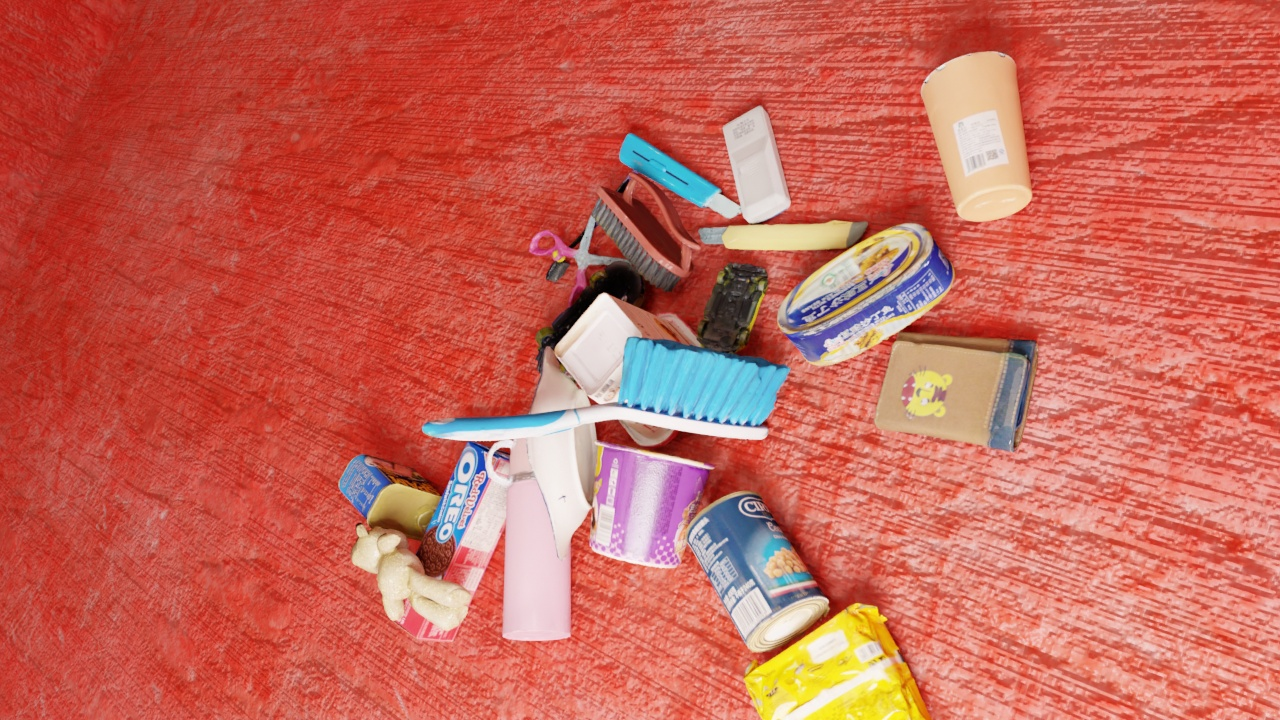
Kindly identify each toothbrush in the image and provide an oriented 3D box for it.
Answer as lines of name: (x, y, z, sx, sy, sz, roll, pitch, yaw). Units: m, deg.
toothbrush: (-0.046, -0.162, 1.041, 0.189, 0.014, 0.017, -49, 58, 9)

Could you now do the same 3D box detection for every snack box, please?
snack box: (-0.190, 0.191, 0.973, 0.057, 0.058, 0.207, 22, 85, 37)

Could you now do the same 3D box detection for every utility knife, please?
utility knife: (0.131, -0.122, 0.888, 0.184, 0.019, 0.031, 7, 72, 32)
utility knife: (0.041, -0.194, 0.980, 0.182, 0.018, 0.034, 38, 95, 33)

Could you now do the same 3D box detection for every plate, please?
plate: (-0.066, 0.083, 0.853, 0.034, 0.164, 0.163, -6, 33, 7)

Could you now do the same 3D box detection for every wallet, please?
wallet: (0.251, 0.021, 0.733, 0.115, 0.033, 0.090, 8, 77, 42)

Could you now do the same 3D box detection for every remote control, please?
remote control: (0.116, -0.198, 0.928, 0.049, 0.024, 0.124, -24, 58, 27)

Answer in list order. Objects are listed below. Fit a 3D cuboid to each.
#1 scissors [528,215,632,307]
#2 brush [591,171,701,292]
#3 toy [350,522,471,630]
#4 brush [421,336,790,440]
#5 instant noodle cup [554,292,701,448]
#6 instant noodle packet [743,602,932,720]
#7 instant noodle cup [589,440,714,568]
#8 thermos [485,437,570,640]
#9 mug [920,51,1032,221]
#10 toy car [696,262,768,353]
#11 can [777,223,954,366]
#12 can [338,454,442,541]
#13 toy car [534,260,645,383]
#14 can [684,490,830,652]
scissors: (-0.070, -0.110, 1.025, 0.133, 0.017, 0.134, 10, 86, 25)
brush: (0.011, -0.135, 0.955, 0.069, 0.063, 0.145, -54, 50, 23)
toy: (-0.232, 0.215, 0.923, 0.157, 0.066, 0.105, 23, 128, 34)
brush: (-0.018, 0.030, 0.769, 0.060, 0.314, 0.109, 29, 107, 64)
instant noodle cup: (-0.005, 0.005, 0.868, 0.116, 0.124, 0.116, -49, 51, 10)
instant noodle packet: (0.152, 0.258, 0.699, 0.129, 0.044, 0.110, -38, 60, 23)
instant noodle cup: (0.004, 0.130, 0.828, 0.112, 0.111, 0.099, 7, 85, 38)
thermos: (-0.110, 0.171, 0.905, 0.067, 0.087, 0.198, 135, 136, -58)
mug: (0.284, -0.183, 0.766, 0.078, 0.078, 0.122, -17, 66, 31)
toy car: (0.088, -0.046, 0.870, 0.048, 0.032, 0.105, 13, 61, 19)
can: (0.190, -0.056, 0.784, 0.148, 0.049, 0.074, -33, 39, 20)
can: (-0.274, 0.152, 1.023, 0.083, 0.102, 0.057, 31, 91, 42)
toy car: (-0.052, -0.037, 0.974, 0.158, 0.042, 0.070, -46, 51, 14)
can: (0.095, 0.174, 0.755, 0.075, 0.075, 0.111, -43, 52, 15)
